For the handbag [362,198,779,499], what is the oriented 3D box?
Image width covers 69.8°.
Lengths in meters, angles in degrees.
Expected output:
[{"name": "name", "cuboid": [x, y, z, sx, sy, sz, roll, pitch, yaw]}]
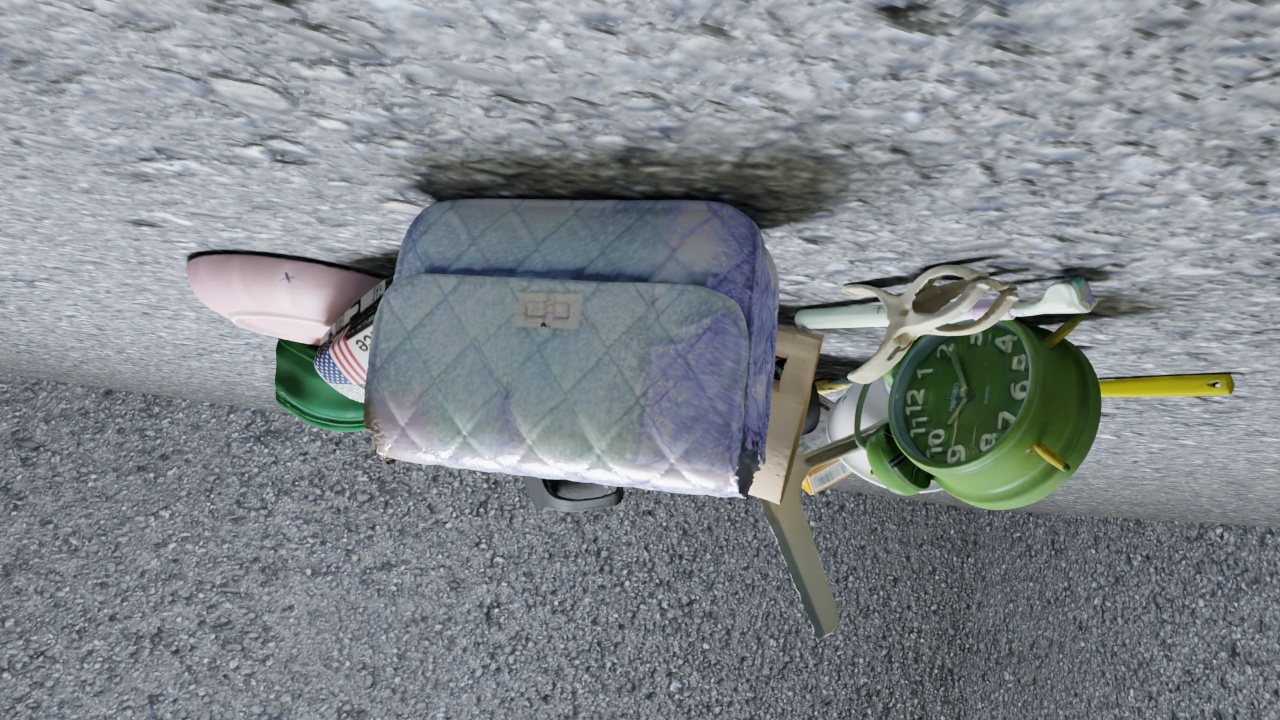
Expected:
[{"name": "handbag", "cuboid": [-0.035, -0.009, 0.442, 0.194, 0.134, 0.075, 3, 171, 20]}]

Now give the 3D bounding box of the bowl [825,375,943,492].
[{"name": "bowl", "cuboid": [0.210, 0.039, 0.723, 0.118, 0.118, 0.065, 6, 133, 4]}]

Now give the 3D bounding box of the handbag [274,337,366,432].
[{"name": "handbag", "cuboid": [-0.259, 0.012, 0.829, 0.120, 0.068, 0.131, -5, -161, -45]}]

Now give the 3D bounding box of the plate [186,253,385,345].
[{"name": "plate", "cuboid": [-0.254, -0.038, 0.720, 0.192, 0.039, 0.192, 7, 171, 1]}]

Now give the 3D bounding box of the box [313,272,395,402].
[{"name": "box", "cuboid": [-0.169, -0.010, 0.625, 0.074, 0.077, 0.164, 22, 147, -40]}]

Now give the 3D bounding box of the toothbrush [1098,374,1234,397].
[{"name": "toothbrush", "cuboid": [0.356, 0.023, 0.713, 0.016, 0.015, 0.190, 8, 172, -35]}]

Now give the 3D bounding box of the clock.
[{"name": "clock", "cuboid": [0.197, 0.028, 0.566, 0.056, 0.116, 0.162, 26, 159, -30]}]

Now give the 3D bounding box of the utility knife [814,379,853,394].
[{"name": "utility knife", "cuboid": [0.169, 0.027, 0.903, 0.031, 0.019, 0.178, 3, 167, -12]}]

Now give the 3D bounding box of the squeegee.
[{"name": "squeegee", "cuboid": [0.194, 0.045, 0.666, 0.247, 0.246, 0.039, -25, 174, 19]}]

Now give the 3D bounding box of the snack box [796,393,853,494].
[{"name": "snack box", "cuboid": [0.145, 0.063, 0.818, 0.075, 0.026, 0.154, -26, -158, -9]}]

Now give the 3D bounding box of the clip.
[{"name": "clip", "cuboid": [0.151, -0.028, 0.494, 0.034, 0.060, 0.097, 12, 159, -34]}]

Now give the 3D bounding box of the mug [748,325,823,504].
[{"name": "mug", "cuboid": [0.062, 0.028, 0.634, 0.103, 0.125, 0.084, 15, -155, 13]}]

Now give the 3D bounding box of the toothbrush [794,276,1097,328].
[{"name": "toothbrush", "cuboid": [0.163, -0.030, 0.530, 0.029, 0.020, 0.190, 22, 165, -36]}]

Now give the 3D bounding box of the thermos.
[{"name": "thermos", "cuboid": [0.030, 0.065, 0.728, 0.242, 0.068, 0.090, -16, -143, -22]}]
